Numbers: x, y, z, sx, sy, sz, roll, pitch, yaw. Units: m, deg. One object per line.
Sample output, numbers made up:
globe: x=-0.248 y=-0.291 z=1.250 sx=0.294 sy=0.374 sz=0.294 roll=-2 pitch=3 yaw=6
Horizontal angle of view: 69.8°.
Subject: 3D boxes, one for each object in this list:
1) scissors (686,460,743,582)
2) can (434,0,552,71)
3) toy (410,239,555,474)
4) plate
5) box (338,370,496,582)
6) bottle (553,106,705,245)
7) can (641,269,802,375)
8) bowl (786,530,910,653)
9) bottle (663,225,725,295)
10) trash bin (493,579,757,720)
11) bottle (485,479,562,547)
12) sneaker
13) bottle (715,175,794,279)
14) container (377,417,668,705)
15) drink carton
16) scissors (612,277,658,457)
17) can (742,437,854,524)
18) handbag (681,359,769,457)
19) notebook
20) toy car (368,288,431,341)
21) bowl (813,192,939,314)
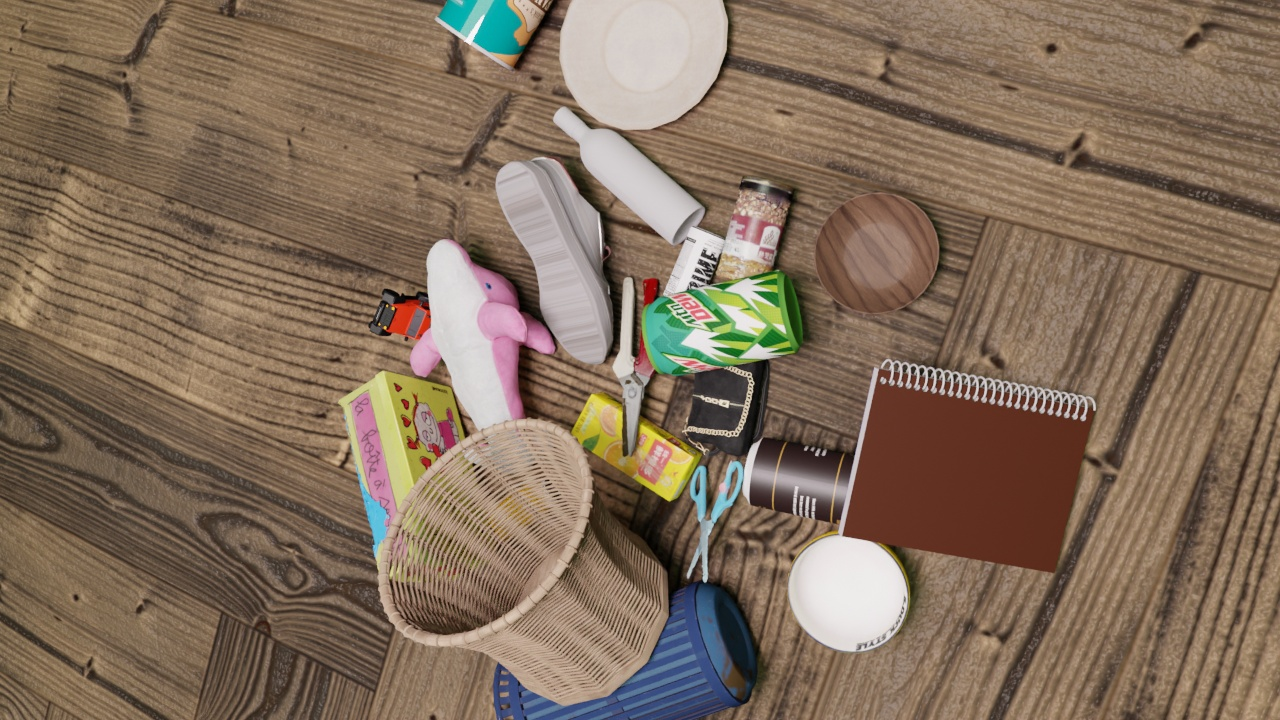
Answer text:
scissors: x=0.065 y=0.159 z=0.955 sx=0.015 sy=0.118 sz=0.139 roll=22 pitch=97 yaw=-24
can: x=-0.144 y=-0.407 z=1.000 sx=0.099 sy=0.099 sz=0.144 roll=38 pitch=103 yaw=14
toy: x=-0.156 y=-0.009 z=1.013 sx=0.187 sy=0.127 sz=0.265 roll=-16 pitch=91 yaw=43
plate: x=0.004 y=-0.342 z=0.989 sx=0.189 sy=0.027 sz=0.188 roll=1 pitch=92 yaw=19
box: x=-0.245 y=0.132 z=1.016 sx=0.079 sy=0.124 sz=0.220 roll=-31 pitch=64 yaw=19
bottle: x=-0.019 y=-0.206 z=0.988 sx=0.195 sy=0.052 sz=0.052 roll=43 pitch=104 yaw=13
can: x=0.081 y=-0.035 z=0.909 sx=0.144 sy=0.083 sz=0.083 roll=-11 pitch=88 yaw=20
bowl: x=0.209 y=0.224 z=0.914 sx=0.117 sy=0.067 sz=0.117 roll=0 pitch=91 yaw=19
bottle: x=0.051 y=-0.082 z=0.974 sx=0.041 sy=0.041 sz=0.116 roll=25 pitch=99 yaw=17
trash bin: x=-0.012 y=0.329 z=0.959 sx=0.250 sy=0.139 sz=0.139 roll=-26 pitch=83 yaw=16
bottle: x=-0.149 y=0.178 z=1.049 sx=0.144 sy=0.043 sz=0.043 roll=-33 pitch=81 yaw=17
sneaker: x=-0.069 y=-0.115 z=0.996 sx=0.099 sy=0.089 sz=0.236 roll=-2 pitch=116 yaw=44
bottle: x=0.117 y=-0.131 z=0.941 sx=0.056 sy=0.056 sz=0.105 roll=17 pitch=97 yaw=18
container: x=-0.098 y=0.202 z=0.882 sx=0.227 sy=0.196 sz=0.226 roll=-20 pitch=44 yaw=20
drink carton: x=-0.005 y=0.092 z=0.998 sx=0.134 sy=0.043 sz=0.058 roll=31 pitch=100 yaw=15
scissors: x=0.000 y=0.003 z=0.984 sx=0.140 sy=0.015 sz=0.188 roll=-31 pitch=70 yaw=7
can: x=0.172 y=0.123 z=0.922 sx=0.129 sy=0.071 sz=0.072 roll=10 pitch=95 yaw=18
handbag: x=0.087 y=0.041 z=0.966 sx=0.079 sy=0.054 sz=0.128 roll=12 pitch=99 yaw=29
notebook: x=0.307 y=0.099 z=0.863 sx=0.209 sy=0.022 sz=0.171 roll=10 pitch=96 yaw=-4
toy car: x=-0.262 y=-0.049 z=1.051 sx=0.049 sy=0.100 sz=0.051 roll=31 pitch=103 yaw=22
bowl: x=0.235 y=-0.105 z=0.914 sx=0.119 sy=0.032 sz=0.119 roll=1 pitch=92 yaw=19
